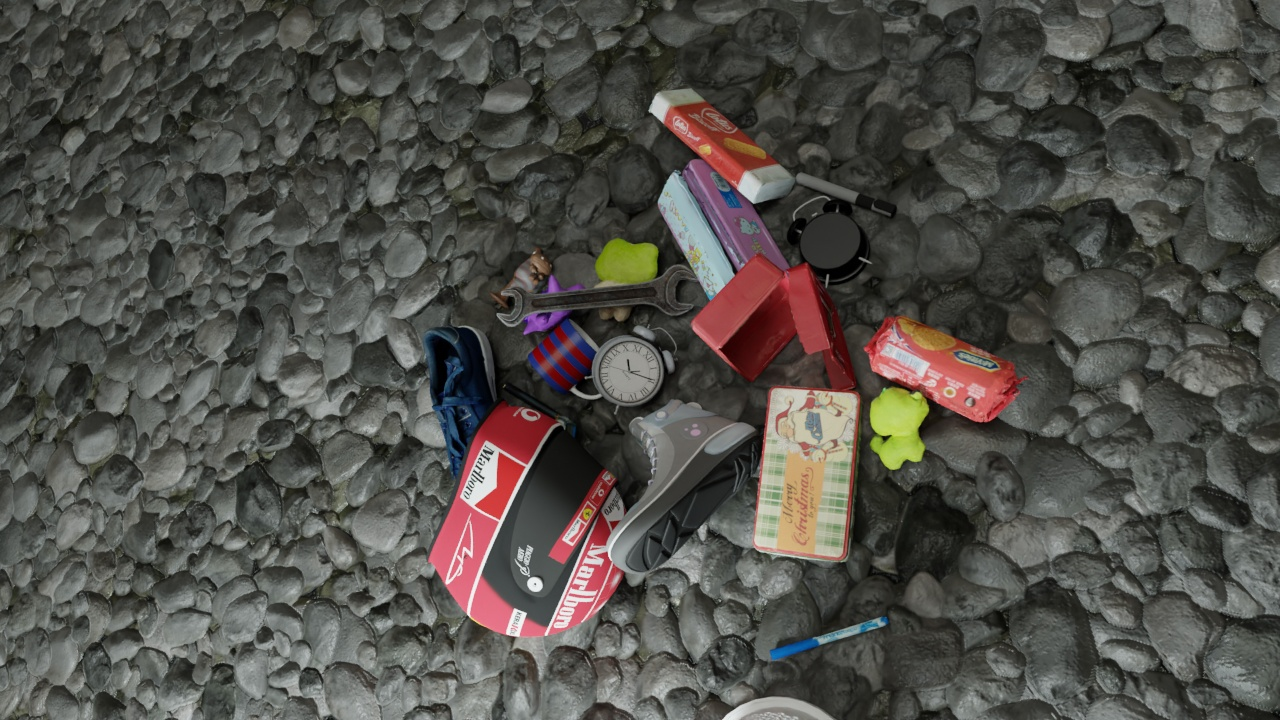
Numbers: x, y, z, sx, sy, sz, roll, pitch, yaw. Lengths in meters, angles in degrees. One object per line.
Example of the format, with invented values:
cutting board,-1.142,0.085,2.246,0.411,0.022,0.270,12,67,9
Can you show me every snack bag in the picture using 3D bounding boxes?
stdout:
snack bag,0.348,0.011,1.067,0.176,0.082,0.082,29,87,26
snack bag,0.110,-0.296,1.251,0.225,0.077,0.041,49,137,24

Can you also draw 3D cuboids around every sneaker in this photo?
sneaker,-0.241,0.084,1.244,0.121,0.127,0.294,-23,75,24
sneaker,0.018,0.136,1.102,0.160,0.093,0.255,28,47,34

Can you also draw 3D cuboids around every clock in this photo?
clock,-0.007,0.007,1.207,0.122,0.035,0.094,-40,98,-3
clock,0.240,-0.156,1.175,0.091,0.042,0.120,-28,66,12

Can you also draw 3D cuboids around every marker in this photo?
marker,0.267,-0.217,1.197,0.140,0.016,0.016,27,86,26
marker,0.218,0.321,1.061,0.142,0.013,0.013,-22,68,14

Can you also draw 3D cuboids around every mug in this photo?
mug,-0.089,0.008,1.250,0.076,0.075,0.112,-43,89,5

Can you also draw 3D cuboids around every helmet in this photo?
helmet,-0.120,0.208,1.116,0.224,0.197,0.271,26,109,5

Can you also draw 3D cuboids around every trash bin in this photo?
trash bin,0.127,0.458,0.953,0.196,0.199,0.195,-6,72,20

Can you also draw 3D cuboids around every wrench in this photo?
wrench,-0.056,-0.084,1.226,0.273,0.010,0.070,-6,82,-7

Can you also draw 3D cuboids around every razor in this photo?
razor,-0.137,0.067,1.276,0.144,0.022,0.043,33,128,30

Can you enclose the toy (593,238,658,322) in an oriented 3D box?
toy,-0.024,-0.110,1.269,0.092,0.043,0.117,12,84,18

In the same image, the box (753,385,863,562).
box,0.203,0.134,1.103,0.118,0.050,0.205,4,77,24

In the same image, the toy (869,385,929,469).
toy,0.302,0.076,1.073,0.094,0.036,0.093,-34,79,41

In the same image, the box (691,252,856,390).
box,0.156,-0.036,1.114,0.165,0.157,0.151,-13,68,20

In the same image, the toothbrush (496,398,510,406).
toothbrush,-0.138,0.105,1.267,0.187,0.015,0.016,34,94,26

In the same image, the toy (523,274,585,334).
toy,-0.126,-0.074,1.277,0.056,0.105,0.088,43,118,-6

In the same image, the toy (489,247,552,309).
toy,-0.167,-0.120,1.331,0.055,0.041,0.101,26,76,49

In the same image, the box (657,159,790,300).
box,0.105,-0.161,1.232,0.093,0.089,0.214,-52,56,44
